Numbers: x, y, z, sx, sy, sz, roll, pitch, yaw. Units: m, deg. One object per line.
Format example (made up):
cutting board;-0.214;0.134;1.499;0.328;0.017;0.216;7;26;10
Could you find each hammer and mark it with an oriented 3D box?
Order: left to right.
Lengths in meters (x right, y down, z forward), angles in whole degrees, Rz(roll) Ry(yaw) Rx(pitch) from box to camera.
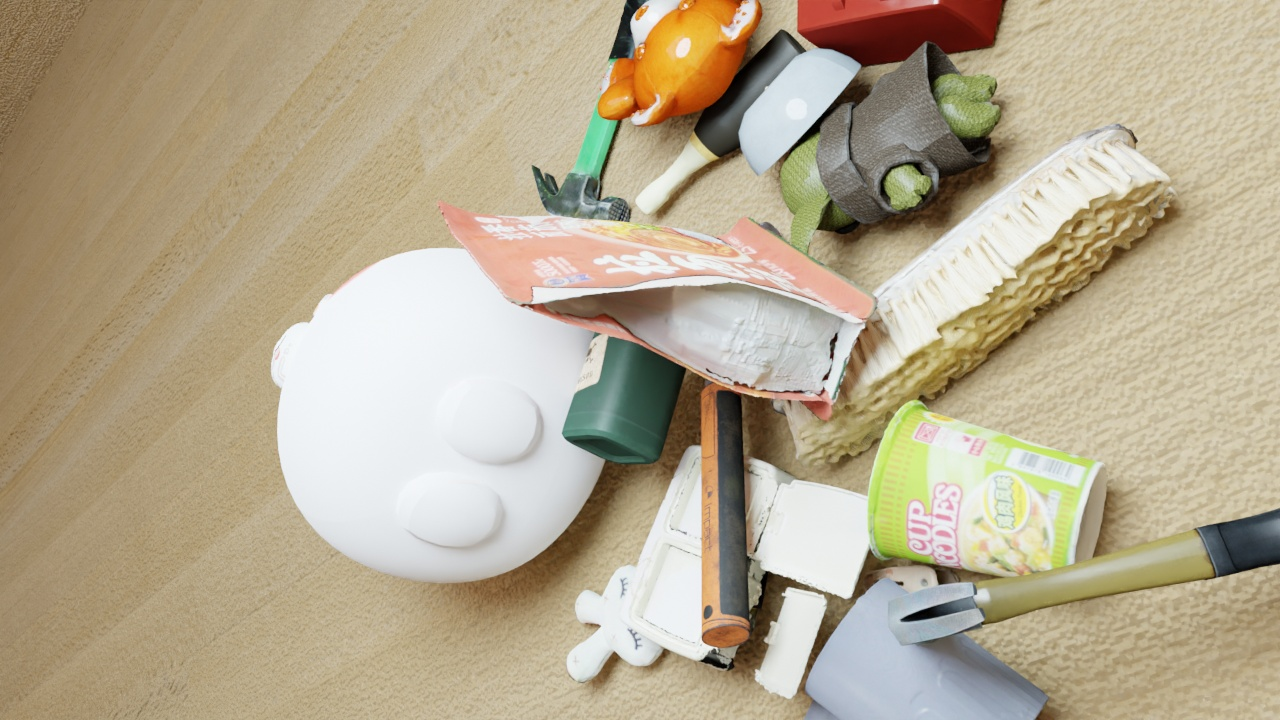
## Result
hammer;-0.019;-0.280;0.872;0.130;0.032;0.318;16;88;44
hammer;0.047;0.047;0.647;0.138;0.035;0.313;-30;41;35
hammer;0.272;0.078;0.398;0.333;0.118;0.025;-18;69;15

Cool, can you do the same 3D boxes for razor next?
razor;0.083;0.147;0.652;0.043;0.022;0.144;150;138;-81

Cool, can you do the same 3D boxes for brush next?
brush;0.191;-0.032;0.564;0.272;0.083;0.056;-42;52;24

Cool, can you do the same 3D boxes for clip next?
clip;0.162;0.139;0.567;0.061;0.041;0.024;-9;69;35

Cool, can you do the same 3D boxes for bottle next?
bottle;-0.004;0.004;0.660;0.061;0.061;0.131;-9;58;52
bottle;0.064;-0.187;0.755;0.185;0.045;0.045;-42;53;25

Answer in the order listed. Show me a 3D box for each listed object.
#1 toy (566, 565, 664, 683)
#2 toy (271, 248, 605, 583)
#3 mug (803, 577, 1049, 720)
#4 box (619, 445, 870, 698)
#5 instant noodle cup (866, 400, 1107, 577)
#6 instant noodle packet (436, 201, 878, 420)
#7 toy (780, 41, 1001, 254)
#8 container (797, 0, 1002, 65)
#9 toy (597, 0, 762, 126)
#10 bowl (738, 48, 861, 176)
toy;-0.010;0.197;0.707;0.123;0.038;0.079;-32;47;26
toy;-0.163;0.035;0.747;0.263;0.265;0.281;-65;29;9
mug;0.155;0.203;0.524;0.104;0.083;0.124;34;125;30
box;0.068;0.134;0.608;0.184;0.050;0.143;6;71;51
instant noodle cup;0.198;0.080;0.522;0.108;0.098;0.099;12;85;36
instant noodle packet;0.000;-0.044;0.543;0.164;0.220;0.084;49;126;54
toy;0.166;-0.143;0.624;0.153;0.078;0.178;-29;33;38
container;0.184;-0.323;0.633;0.148;0.126;0.201;7;91;44
toy;0.030;-0.251;0.736;0.164;0.093;0.172;-44;21;16
bowl;0.109;-0.188;0.672;0.106;0.039;0.106;-48;6;6
